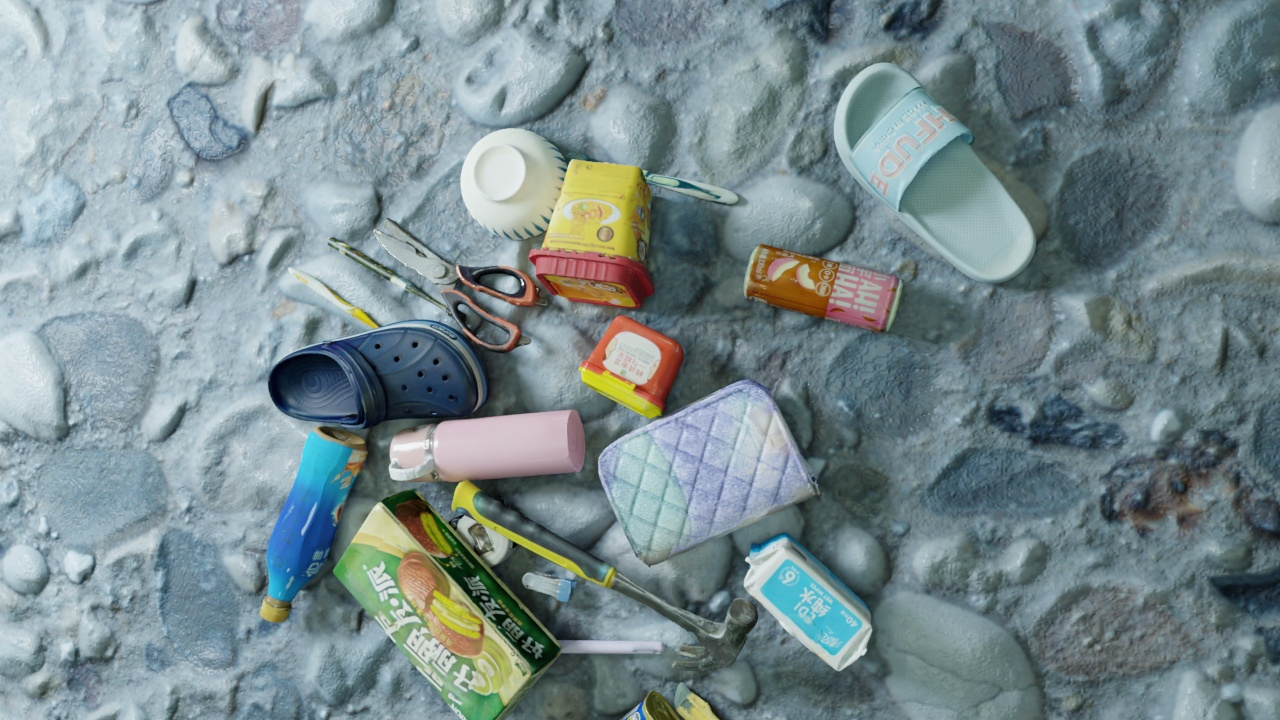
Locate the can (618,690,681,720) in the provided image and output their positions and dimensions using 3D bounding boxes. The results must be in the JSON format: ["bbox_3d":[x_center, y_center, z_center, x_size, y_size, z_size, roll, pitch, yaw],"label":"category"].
[{"bbox_3d":[0.010,0.403,0.927,0.083,0.057,0.102,-42,81,10],"label":"can"}]

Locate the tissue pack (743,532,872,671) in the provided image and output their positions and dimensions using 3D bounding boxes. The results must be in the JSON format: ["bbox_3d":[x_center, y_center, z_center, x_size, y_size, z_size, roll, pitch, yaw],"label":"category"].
[{"bbox_3d":[0.159,0.228,0.881,0.140,0.090,0.063,41,96,9],"label":"tissue pack"}]

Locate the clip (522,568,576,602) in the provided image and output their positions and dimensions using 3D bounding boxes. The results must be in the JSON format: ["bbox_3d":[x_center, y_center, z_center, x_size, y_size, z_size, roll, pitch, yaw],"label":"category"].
[{"bbox_3d":[-0.098,0.238,0.973,0.058,0.041,0.026,12,93,13],"label":"clip"}]

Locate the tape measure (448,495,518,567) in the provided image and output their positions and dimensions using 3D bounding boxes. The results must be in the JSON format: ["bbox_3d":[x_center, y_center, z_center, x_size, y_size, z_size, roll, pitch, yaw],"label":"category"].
[{"bbox_3d":[-0.164,0.187,0.979,0.066,0.033,0.066,-29,83,11],"label":"tape measure"}]

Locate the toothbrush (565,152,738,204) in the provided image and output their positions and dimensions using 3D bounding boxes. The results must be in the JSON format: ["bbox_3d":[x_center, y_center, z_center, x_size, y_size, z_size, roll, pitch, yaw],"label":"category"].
[{"bbox_3d":[0.010,-0.191,0.956,0.192,0.018,0.016,16,92,12],"label":"toothbrush"}]

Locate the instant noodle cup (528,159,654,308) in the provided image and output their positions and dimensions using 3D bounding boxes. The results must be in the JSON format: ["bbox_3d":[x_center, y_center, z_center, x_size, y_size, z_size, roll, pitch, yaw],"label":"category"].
[{"bbox_3d":[-0.040,-0.128,0.924,0.116,0.116,0.123,9,80,12],"label":"instant noodle cup"}]

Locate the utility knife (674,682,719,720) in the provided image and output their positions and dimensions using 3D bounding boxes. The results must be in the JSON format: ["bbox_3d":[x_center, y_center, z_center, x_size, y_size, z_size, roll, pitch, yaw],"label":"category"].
[{"bbox_3d":[0.108,0.405,0.931,0.198,0.021,0.031,40,103,5],"label":"utility knife"}]

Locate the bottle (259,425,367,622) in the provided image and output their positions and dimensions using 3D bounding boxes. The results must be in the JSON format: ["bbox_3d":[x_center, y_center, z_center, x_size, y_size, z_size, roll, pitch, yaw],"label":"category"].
[{"bbox_3d":[-0.366,0.181,1.005,0.065,0.065,0.219,23,93,11],"label":"bottle"}]

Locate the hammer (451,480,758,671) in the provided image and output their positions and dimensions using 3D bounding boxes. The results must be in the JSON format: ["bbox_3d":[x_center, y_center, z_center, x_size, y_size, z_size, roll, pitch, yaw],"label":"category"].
[{"bbox_3d":[-0.047,0.212,0.916,0.323,0.031,0.126,26,133,10],"label":"hammer"}]

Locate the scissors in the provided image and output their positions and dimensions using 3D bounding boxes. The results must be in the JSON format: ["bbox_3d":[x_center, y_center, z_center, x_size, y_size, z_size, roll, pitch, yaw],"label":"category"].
[{"bbox_3d":[-0.196,-0.096,0.994,0.197,0.015,0.205,-15,74,3],"label":"scissors"}]

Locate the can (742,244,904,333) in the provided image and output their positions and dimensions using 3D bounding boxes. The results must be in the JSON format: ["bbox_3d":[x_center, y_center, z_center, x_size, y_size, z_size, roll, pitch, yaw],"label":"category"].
[{"bbox_3d":[0.178,-0.070,0.898,0.147,0.058,0.058,15,92,12],"label":"can"}]

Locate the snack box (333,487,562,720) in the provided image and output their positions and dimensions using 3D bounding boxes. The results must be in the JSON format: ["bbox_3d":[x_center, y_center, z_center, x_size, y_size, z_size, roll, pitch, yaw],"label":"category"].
[{"bbox_3d":[-0.201,0.256,0.948,0.240,0.063,0.115,44,116,13],"label":"snack box"}]

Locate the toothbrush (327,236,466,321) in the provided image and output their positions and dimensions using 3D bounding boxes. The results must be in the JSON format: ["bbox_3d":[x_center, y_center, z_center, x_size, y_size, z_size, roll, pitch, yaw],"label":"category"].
[{"bbox_3d":[-0.271,-0.090,1.013,0.186,0.017,0.012,30,82,10],"label":"toothbrush"}]

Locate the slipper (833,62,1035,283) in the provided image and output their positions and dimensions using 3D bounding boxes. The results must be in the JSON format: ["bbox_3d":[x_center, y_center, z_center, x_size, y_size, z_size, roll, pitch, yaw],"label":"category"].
[{"bbox_3d":[0.278,-0.176,0.871,0.104,0.074,0.245,-40,83,9],"label":"slipper"}]

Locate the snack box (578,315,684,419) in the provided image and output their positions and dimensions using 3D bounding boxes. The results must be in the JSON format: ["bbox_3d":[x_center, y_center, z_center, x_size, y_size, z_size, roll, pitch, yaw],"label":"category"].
[{"bbox_3d":[-0.005,0.005,0.927,0.091,0.082,0.080,27,85,10],"label":"snack box"}]

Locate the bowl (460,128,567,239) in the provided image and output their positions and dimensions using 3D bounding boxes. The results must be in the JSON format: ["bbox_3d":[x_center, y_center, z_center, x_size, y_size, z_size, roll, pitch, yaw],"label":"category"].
[{"bbox_3d":[-0.138,-0.189,0.962,0.116,0.066,0.116,0,89,12],"label":"bowl"}]

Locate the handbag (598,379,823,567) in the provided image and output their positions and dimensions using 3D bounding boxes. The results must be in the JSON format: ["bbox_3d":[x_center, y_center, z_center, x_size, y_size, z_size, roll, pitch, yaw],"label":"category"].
[{"bbox_3d":[0.065,0.109,0.912,0.194,0.075,0.134,-25,89,12],"label":"handbag"}]

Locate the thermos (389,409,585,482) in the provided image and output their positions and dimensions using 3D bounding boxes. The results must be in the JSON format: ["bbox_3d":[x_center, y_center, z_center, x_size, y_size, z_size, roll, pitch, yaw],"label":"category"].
[{"bbox_3d":[-0.163,0.095,0.954,0.199,0.087,0.067,-5,107,10],"label":"thermos"}]

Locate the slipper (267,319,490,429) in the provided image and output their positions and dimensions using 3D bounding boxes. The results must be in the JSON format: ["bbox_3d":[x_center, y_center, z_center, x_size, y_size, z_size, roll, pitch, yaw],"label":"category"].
[{"bbox_3d":[-0.288,0.020,0.970,0.253,0.095,0.105,-3,108,15],"label":"slipper"}]

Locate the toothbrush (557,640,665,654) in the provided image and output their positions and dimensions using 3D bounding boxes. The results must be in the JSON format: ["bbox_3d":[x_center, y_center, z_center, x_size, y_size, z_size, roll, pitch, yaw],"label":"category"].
[{"bbox_3d":[-0.068,0.299,0.965,0.189,0.021,0.029,-1,127,10],"label":"toothbrush"}]

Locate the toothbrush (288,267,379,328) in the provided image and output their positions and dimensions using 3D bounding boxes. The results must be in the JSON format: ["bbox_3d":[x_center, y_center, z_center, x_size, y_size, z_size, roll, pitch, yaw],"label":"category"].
[{"bbox_3d":[-0.317,-0.058,1.025,0.191,0.016,0.018,32,84,10],"label":"toothbrush"}]
